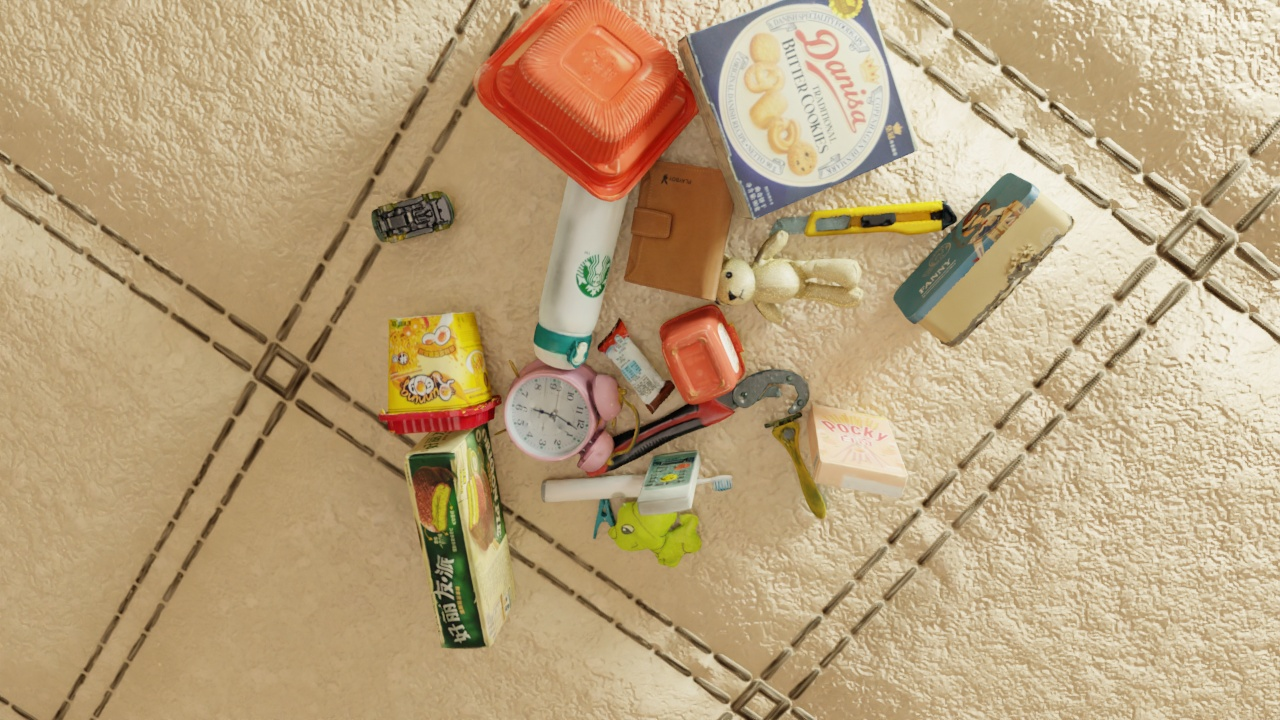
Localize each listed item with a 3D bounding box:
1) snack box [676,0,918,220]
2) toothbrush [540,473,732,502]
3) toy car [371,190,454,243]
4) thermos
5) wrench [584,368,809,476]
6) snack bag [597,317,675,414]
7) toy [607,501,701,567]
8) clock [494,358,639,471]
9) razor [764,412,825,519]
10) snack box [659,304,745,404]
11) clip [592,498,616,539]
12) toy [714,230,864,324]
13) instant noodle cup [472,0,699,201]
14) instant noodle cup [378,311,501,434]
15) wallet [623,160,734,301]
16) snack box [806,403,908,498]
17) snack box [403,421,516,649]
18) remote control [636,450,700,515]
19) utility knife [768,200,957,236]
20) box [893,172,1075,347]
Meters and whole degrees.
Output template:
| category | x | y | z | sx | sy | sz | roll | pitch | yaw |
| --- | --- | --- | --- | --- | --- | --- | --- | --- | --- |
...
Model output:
| category | x | y | z | sx | sy | sz | roll | pitch | yaw |
| --- | --- | --- | --- | --- | --- | --- | --- | --- | --- |
| snack box | 0.151 | -0.252 | 0.876 | 0.182 | 0.046 | 0.178 | -23 | 102 | -4 |
| toothbrush | -0.005 | 0.144 | 1.053 | 0.221 | 0.027 | 0.026 | -5 | 67 | 9 |
| toy car | -0.244 | -0.156 | 0.992 | 0.091 | 0.036 | 0.043 | -11 | 103 | 12 |
| thermos | -0.062 | -0.100 | 0.965 | 0.073 | 0.073 | 0.224 | 16 | 108 | 3 |
| wrench | 0.055 | 0.070 | 1.024 | 0.274 | 0.016 | 0.056 | -21 | 86 | 14 |
| snack bag | -0.006 | 0.006 | 0.997 | 0.104 | 0.026 | 0.048 | 48 | 116 | 15 |
| toy | 0.018 | 0.196 | 1.062 | 0.097 | 0.031 | 0.100 | -36 | 101 | 10 |
| clock | -0.078 | 0.061 | 1.017 | 0.158 | 0.059 | 0.117 | 14 | 104 | 5 |
| razor | 0.181 | 0.122 | 1.021 | 0.043 | 0.028 | 0.132 | -21 | 104 | 10 |
| snack box | 0.065 | -0.004 | 0.970 | 0.082 | 0.080 | 0.091 | -22 | 102 | 13 |
| clip | -0.041 | 0.186 | 1.077 | 0.034 | 0.013 | 0.055 | -3 | 106 | 8 |
| toy | 0.150 | -0.079 | 0.943 | 0.157 | 0.066 | 0.105 | 3 | 124 | 15 |
| instant noodle cup | -0.045 | -0.267 | 0.877 | 0.189 | 0.079 | 0.164 | 38 | 72 | -2 |
| instant noodle cup | -0.221 | 0.011 | 1.005 | 0.116 | 0.116 | 0.123 | -4 | 94 | 10 |
| wallet | 0.041 | -0.135 | 0.941 | 0.108 | 0.031 | 0.132 | 16 | 100 | 27 |
| snack box | 0.217 | 0.089 | 0.936 | 0.084 | 0.157 | 0.026 | 10 | 109 | 4 |
| snack box | -0.201 | 0.197 | 1.050 | 0.063 | 0.114 | 0.240 | -5 | 106 | 10 |
| remote control | 0.032 | 0.129 | 0.985 | 0.056 | 0.135 | 0.019 | -8 | 103 | 11 |
| utility knife | 0.227 | -0.141 | 0.940 | 0.190 | 0.015 | 0.033 | -3 | 103 | 9 |
| box | 0.329 | -0.093 | 0.902 | 0.063 | 0.089 | 0.184 | 38 | 106 | -11 |
